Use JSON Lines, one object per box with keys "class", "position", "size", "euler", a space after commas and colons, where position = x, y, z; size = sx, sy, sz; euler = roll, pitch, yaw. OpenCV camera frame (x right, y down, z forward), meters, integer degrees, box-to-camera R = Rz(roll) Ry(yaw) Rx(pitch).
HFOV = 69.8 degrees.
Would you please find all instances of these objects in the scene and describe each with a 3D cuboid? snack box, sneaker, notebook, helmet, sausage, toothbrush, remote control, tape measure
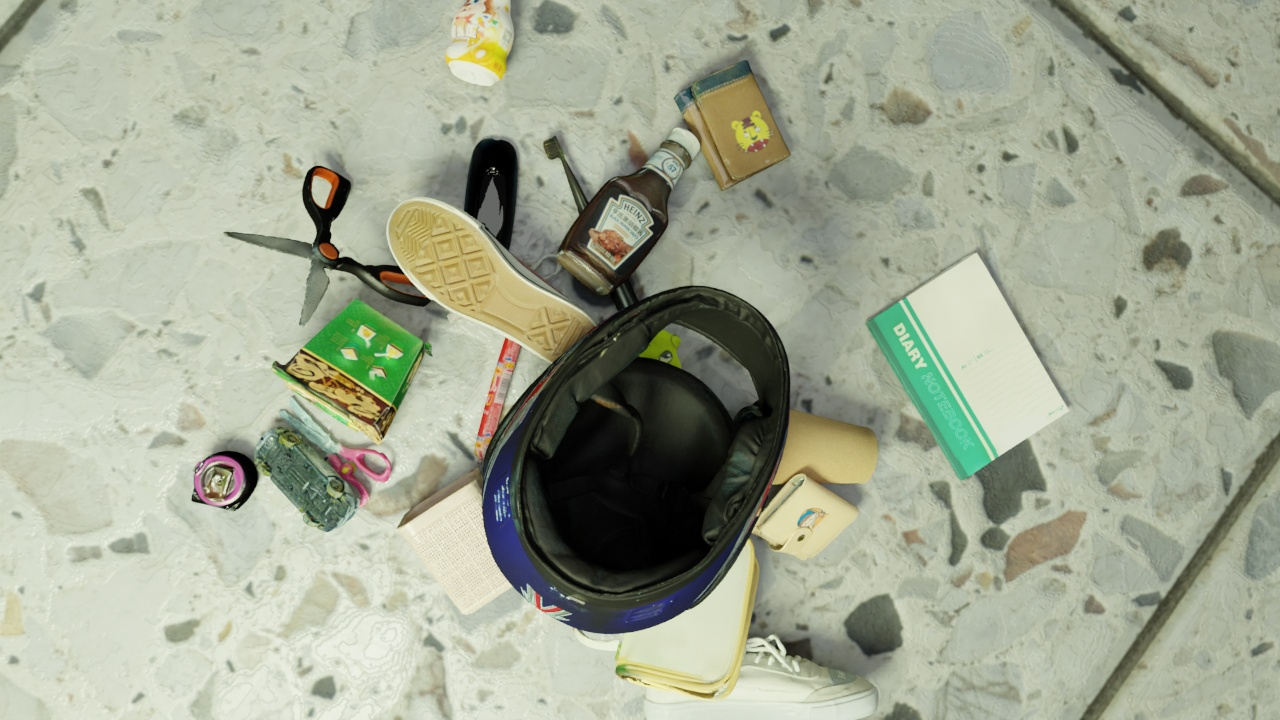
{"class": "snack box", "position": [-0.277, 0.006, 0.903], "size": [0.117, 0.118, 0.105], "euler": [34, 73, -6]}
{"class": "sneaker", "position": [0.123, 0.325, 0.954], "size": [0.242, 0.089, 0.090], "euler": [-1, 85, 0]}
{"class": "notebook", "position": [0.363, 0.007, 1.019], "size": [0.150, 0.012, 0.209], "euler": [-32, 93, -5]}
{"class": "helmet", "position": [-0.004, 0.095, 0.855], "size": [0.247, 0.241, 0.315], "euler": [35, 78, 2]}
{"class": "sausage", "position": [-0.148, 0.033, 0.955], "size": [0.020, 0.020, 0.156], "euler": [16, 88, -6]}
{"class": "toothbrush", "position": [-0.050, -0.137, 0.965], "size": [0.027, 0.026, 0.212], "euler": [-26, 92, -14]}
{"class": "remote control", "position": [-0.156, -0.165, 0.954], "size": [0.053, 0.024, 0.136], "euler": [5, 89, -6]}
{"class": "sneaker", "position": [-0.144, -0.075, 0.923], "size": [0.241, 0.088, 0.118], "euler": [34, 93, -6]}
{"class": "tape measure", "position": [-0.414, 0.119, 0.913], "size": [0.057, 0.039, 0.058], "euler": [17, 87, -6]}

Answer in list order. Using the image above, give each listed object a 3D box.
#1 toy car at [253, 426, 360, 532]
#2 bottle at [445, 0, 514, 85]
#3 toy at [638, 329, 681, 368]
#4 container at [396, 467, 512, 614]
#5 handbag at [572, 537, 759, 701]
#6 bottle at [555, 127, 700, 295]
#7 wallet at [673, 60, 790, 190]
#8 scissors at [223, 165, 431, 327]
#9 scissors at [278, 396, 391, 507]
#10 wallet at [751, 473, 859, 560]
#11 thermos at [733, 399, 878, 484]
{"class": "toy car", "position": [-0.335, 0.118, 0.919], "size": [0.120, 0.036, 0.054], "euler": [43, 110, 5]}
{"class": "bottle", "position": [-0.160, -0.340, 0.937], "size": [0.063, 0.063, 0.108], "euler": [13, 87, -6]}
{"class": "toy", "position": [-0.006, 0.006, 0.966], "size": [0.100, 0.031, 0.096], "euler": [26, 91, -2]}
{"class": "container", "position": [-0.171, 0.181, 0.918], "size": [0.090, 0.090, 0.111], "euler": [-33, 96, -6]}
{"class": "handbag", "position": [0.024, 0.248, 0.931], "size": [0.179, 0.063, 0.163], "euler": [5, 57, 18]}
{"class": "bottle", "position": [-0.004, -0.160, 0.946], "size": [0.080, 0.044, 0.194], "euler": [40, 73, -13]}
{"class": "wallet", "position": [0.099, -0.251, 0.982], "size": [0.090, 0.033, 0.115], "euler": [-27, 96, -7]}
{"class": "scissors", "position": [-0.290, -0.103, 0.876], "size": [0.022, 0.234, 0.220], "euler": [-38, 137, 27]}
{"class": "scissors", "position": [-0.311, 0.083, 0.938], "size": [0.073, 0.017, 0.137], "euler": [-38, 91, 4]}
{"class": "wallet", "position": [0.170, 0.168, 0.955], "size": [0.087, 0.024, 0.115], "euler": [-47, 135, 11]}
{"class": "thermos", "position": [0.170, 0.092, 0.961], "size": [0.143, 0.093, 0.093], "euler": [7, 88, -15]}
